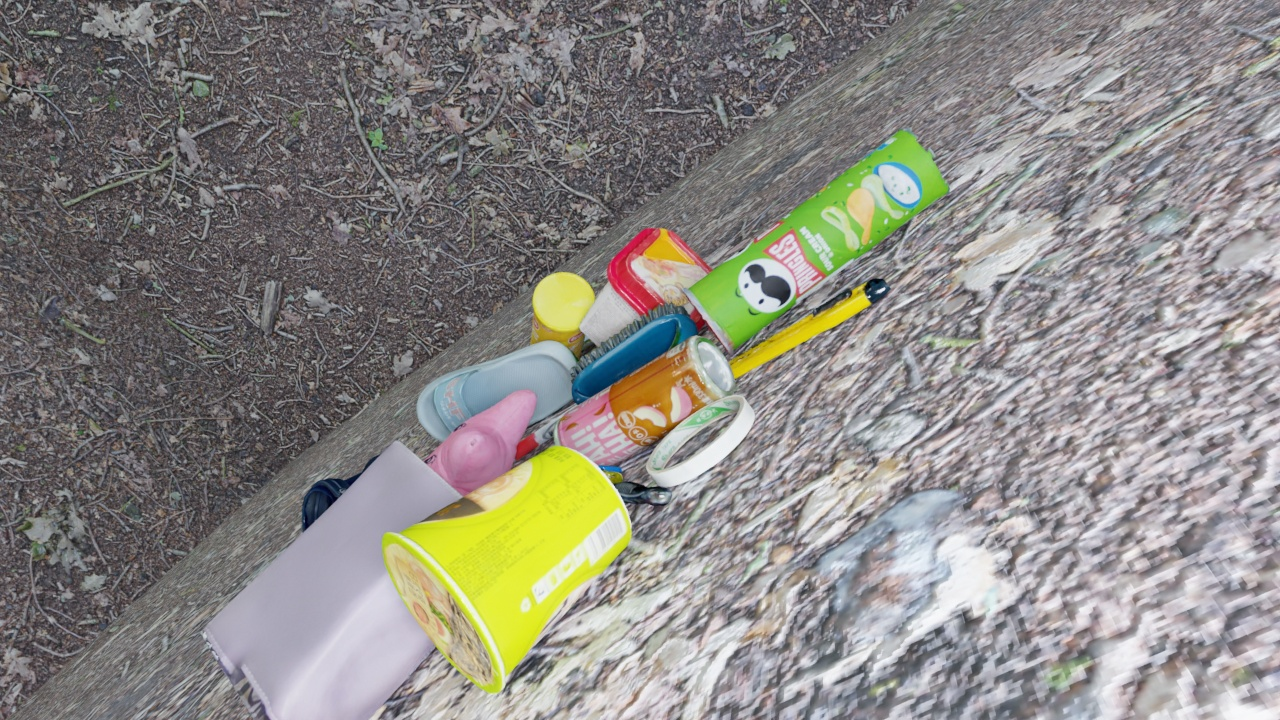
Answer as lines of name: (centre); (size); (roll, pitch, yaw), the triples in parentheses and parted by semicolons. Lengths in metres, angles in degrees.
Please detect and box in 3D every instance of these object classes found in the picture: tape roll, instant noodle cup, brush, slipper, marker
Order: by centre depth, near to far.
instant noodle cup: (-0.074, 0.116, 0.557); (0.123, 0.111, 0.112); (-35, 9, -33)
tape roll: (0.042, 0.056, 0.645); (0.086, 0.014, 0.085); (-36, 12, 9)
slipper: (-0.282, 0.163, 0.880); (0.252, 0.095, 0.105); (-108, 35, -77)
brush: (-0.005, 0.005, 0.894); (0.144, 0.055, 0.073); (-35, 34, 13)
marker: (-0.080, 0.063, 0.970); (0.145, 0.017, 0.017); (-33, 12, 19)
instant noodle cup: (0.005, -0.060, 0.991); (0.125, 0.116, 0.116); (-42, 5, 45)
slipper: (-0.172, 0.051, 1.096); (0.246, 0.104, 0.074); (-22, 17, 31)

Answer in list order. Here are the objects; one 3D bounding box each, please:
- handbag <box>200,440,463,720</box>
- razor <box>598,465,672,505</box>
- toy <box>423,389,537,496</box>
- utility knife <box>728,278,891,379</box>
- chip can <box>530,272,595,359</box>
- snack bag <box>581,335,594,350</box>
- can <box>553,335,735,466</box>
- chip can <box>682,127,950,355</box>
handbag: (-0.194, 0.170, 0.659); (0.196, 0.098, 0.145); (-47, 33, -15)
razor: (-0.012, 0.091, 0.655); (0.042, 0.022, 0.143); (6, -2, -23)
toy: (-0.170, 0.101, 0.923); (0.194, 0.074, 0.179); (-52, 1, -28)
utility knife: (0.122, -0.023, 0.708); (0.157, 0.015, 0.033); (-31, 10, 28)
chip can: (-0.101, -0.039, 1.134); (0.072, 0.072, 0.214); (-41, -6, -17)
snack bag: (-0.032, -0.065, 1.276); (0.191, 0.039, 0.110); (-28, 10, 33)
can: (0.002, 0.038, 0.727); (0.148, 0.058, 0.057); (-31, 13, 27)
chip can: (0.151, -0.102, 0.794); (0.236, 0.072, 0.072); (-36, 12, 3)
